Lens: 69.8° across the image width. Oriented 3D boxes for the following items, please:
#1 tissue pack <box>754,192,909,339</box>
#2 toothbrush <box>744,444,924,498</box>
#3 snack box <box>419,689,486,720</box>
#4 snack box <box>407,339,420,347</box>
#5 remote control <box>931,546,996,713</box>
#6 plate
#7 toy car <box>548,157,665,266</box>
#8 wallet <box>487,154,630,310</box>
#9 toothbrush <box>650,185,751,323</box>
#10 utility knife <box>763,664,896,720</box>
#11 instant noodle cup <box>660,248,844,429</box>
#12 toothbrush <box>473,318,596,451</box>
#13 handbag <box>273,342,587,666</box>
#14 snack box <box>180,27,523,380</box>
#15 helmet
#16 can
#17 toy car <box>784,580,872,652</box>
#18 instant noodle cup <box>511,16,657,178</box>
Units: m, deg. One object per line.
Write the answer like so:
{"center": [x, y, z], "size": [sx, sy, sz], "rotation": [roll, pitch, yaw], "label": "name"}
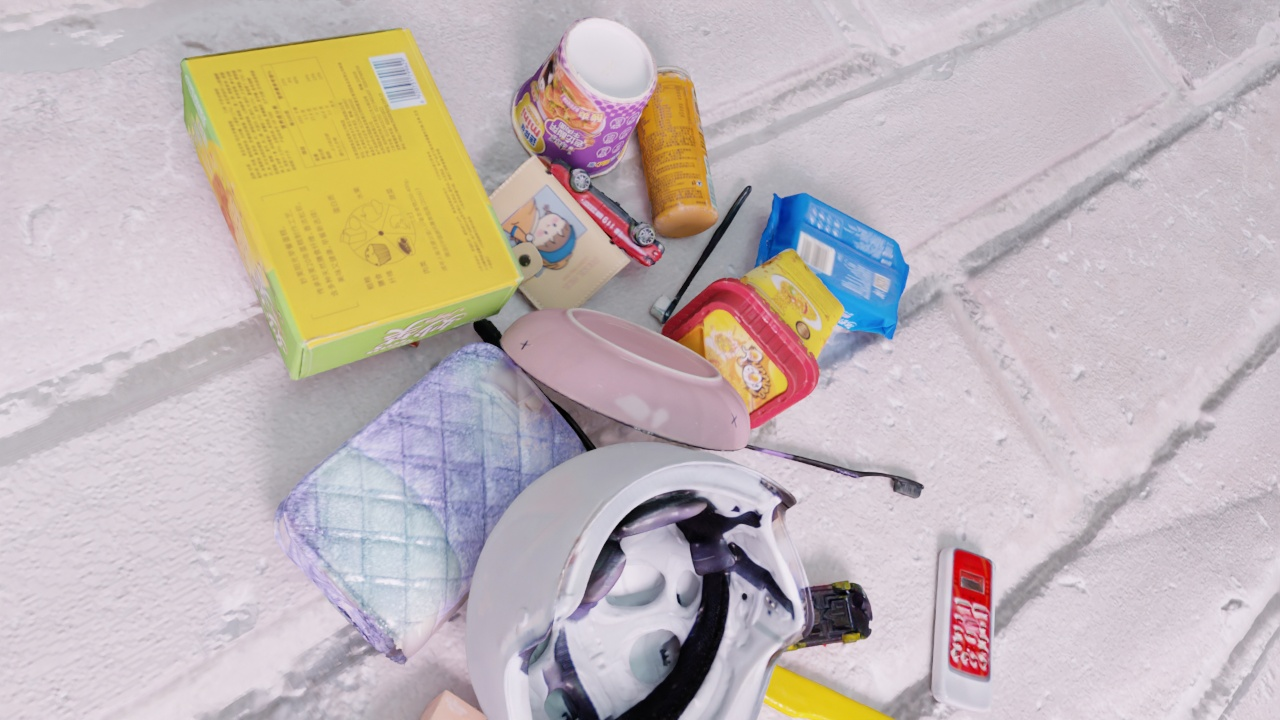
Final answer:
{"center": [0.179, -0.086, 0.852], "size": [0.157, 0.052, 0.094], "rotation": [24, 64, -15], "label": "tissue pack"}
{"center": [0.170, 0.096, 0.800], "size": [0.189, 0.014, 0.016], "rotation": [15, 77, -19], "label": "toothbrush"}
{"center": [-0.119, 0.285, 0.546], "size": [0.084, 0.026, 0.156], "rotation": [37, 34, -8], "label": "snack box"}
{"center": [-0.202, -0.087, 0.678], "size": [0.127, 0.044, 0.113], "rotation": [23, 63, -16], "label": "snack box"}
{"center": [0.282, 0.231, 0.795], "size": [0.056, 0.020, 0.135], "rotation": [22, 62, -17], "label": "remote control"}
{"center": [-0.004, 0.004, 0.660], "size": [0.192, 0.192, 0.039], "rotation": [20, 102, -17], "label": "plate"}
{"center": [-0.033, -0.118, 0.766], "size": [0.120, 0.053, 0.045], "rotation": [37, 94, -2], "label": "toy car"}
{"center": [-0.078, -0.093, 0.733], "size": [0.087, 0.024, 0.115], "rotation": [-42, 94, -3], "label": "wallet"}
{"center": [0.058, -0.100, 0.823], "size": [0.018, 0.016, 0.180], "rotation": [34, 60, 1], "label": "toothbrush"}
{"center": [0.168, 0.285, 0.722], "size": [0.206, 0.015, 0.033], "rotation": [27, 60, -10], "label": "utility knife"}
{"center": [0.100, -0.024, 0.762], "size": [0.116, 0.116, 0.123], "rotation": [49, 47, -1], "label": "instant noodle cup"}
{"center": [-0.060, 0.052, 0.703], "size": [0.212, 0.026, 0.027], "rotation": [52, 24, 3], "label": "toothbrush"}
{"center": [-0.137, 0.089, 0.624], "size": [0.134, 0.076, 0.193], "rotation": [50, 60, -6], "label": "handbag"}
{"center": [-0.196, -0.111, 0.622], "size": [0.157, 0.070, 0.210], "rotation": [-21, 81, -29], "label": "snack box"}
{"center": [-0.017, 0.164, 0.594], "size": [0.228, 0.146, 0.259], "rotation": [-26, 126, -27], "label": "helmet"}
{"center": [0.030, -0.185, 0.817], "size": [0.058, 0.058, 0.146], "rotation": [0, 70, -25], "label": "can"}
{"center": [0.138, 0.204, 0.731], "size": [0.106, 0.031, 0.049], "rotation": [-1, 71, -24], "label": "toy car"}
{"center": [-0.042, -0.226, 0.776], "size": [0.111, 0.099, 0.111], "rotation": [9, 67, -24], "label": "instant noodle cup"}
